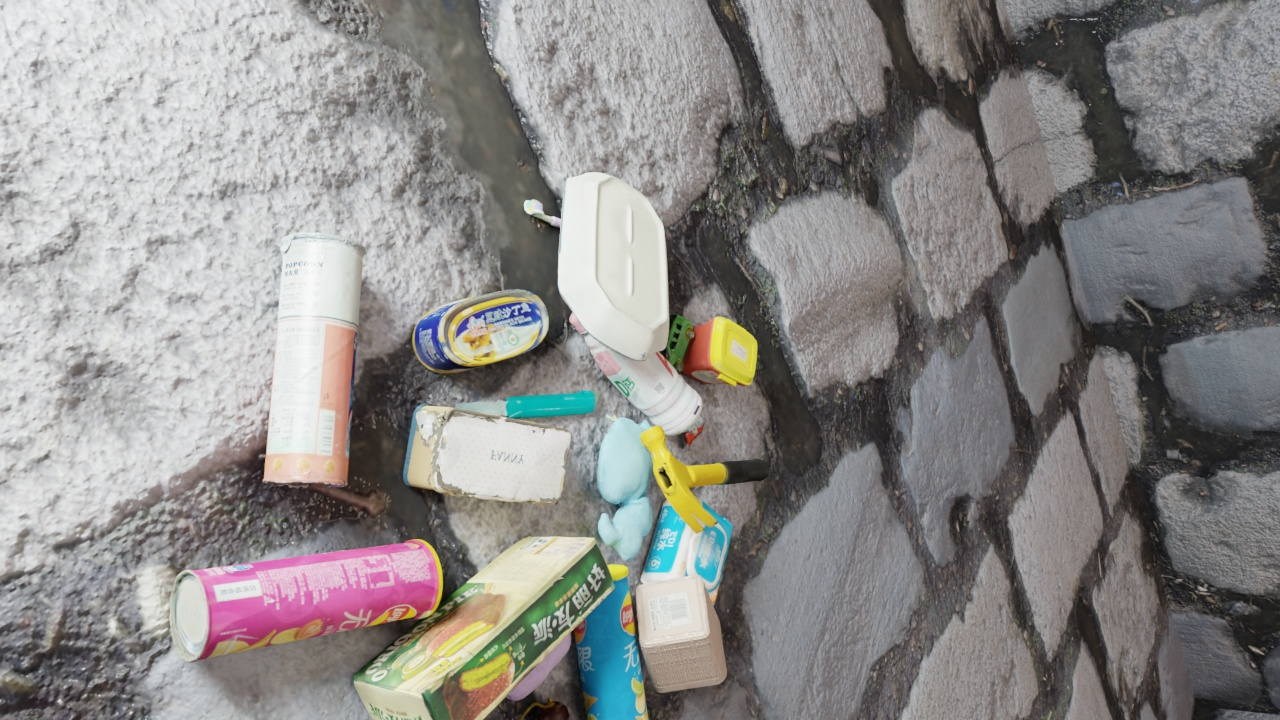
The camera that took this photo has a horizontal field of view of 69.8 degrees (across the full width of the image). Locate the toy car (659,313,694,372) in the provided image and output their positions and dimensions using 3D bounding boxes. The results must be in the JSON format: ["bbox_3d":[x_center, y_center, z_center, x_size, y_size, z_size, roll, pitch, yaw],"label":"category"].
[{"bbox_3d":[0.038,-0.018,1.178,0.036,0.043,0.091,41,53,-39],"label":"toy car"}]

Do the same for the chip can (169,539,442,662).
[{"bbox_3d":[-0.274,0.197,0.771,0.210,0.072,0.071,3,81,-47],"label":"chip can"}]

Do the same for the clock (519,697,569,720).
[{"bbox_3d":[-0.091,0.404,0.946,0.081,0.055,0.122,-49,117,-41],"label":"clock"}]

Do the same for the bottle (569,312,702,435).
[{"bbox_3d":[-0.007,0.006,1.103,0.197,0.068,0.068,47,51,-24],"label":"bottle"}]

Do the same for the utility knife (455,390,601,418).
[{"bbox_3d":[-0.118,0.049,1.013,0.215,0.013,0.029,-1,90,-50],"label":"utility knife"}]

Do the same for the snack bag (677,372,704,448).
[{"bbox_3d":[0.056,0.061,1.195,0.048,0.026,0.104,-46,116,-50],"label":"snack bag"}]

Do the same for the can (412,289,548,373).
[{"bbox_3d":[-0.163,-0.031,0.953,0.147,0.049,0.074,-20,97,-48],"label":"can"}]

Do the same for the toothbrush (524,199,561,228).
[{"bbox_3d":[-0.064,-0.156,1.110,0.189,0.029,0.020,16,113,-47],"label":"toothbrush"}]

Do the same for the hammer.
[{"bbox_3d":[0.098,0.145,1.167,0.300,0.033,0.128,8,55,-62],"label":"hammer"}]

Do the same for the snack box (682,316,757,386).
[{"bbox_3d":[0.099,-0.006,1.216,0.091,0.080,0.082,27,62,-42],"label":"snack box"}]

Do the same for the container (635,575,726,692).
[{"bbox_3d":[0.043,0.308,1.045,0.111,0.090,0.090,74,8,-46],"label":"container"}]

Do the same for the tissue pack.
[{"bbox_3d":[0.062,0.242,1.140,0.090,0.063,0.139,42,54,-35],"label":"tissue pack"}]

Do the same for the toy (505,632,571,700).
[{"bbox_3d":[-0.106,0.304,0.953,0.107,0.039,0.084,-42,143,-39],"label":"toy"}]

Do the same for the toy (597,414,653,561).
[{"bbox_3d":[-0.017,0.141,1.080,0.161,0.050,0.156,-48,126,-51],"label":"toy"}]

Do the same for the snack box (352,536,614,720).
[{"bbox_3d":[-0.141,0.255,0.873,0.239,0.115,0.063,-36,110,-45],"label":"snack box"}]

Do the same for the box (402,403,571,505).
[{"bbox_3d":[-0.147,0.098,0.933,0.184,0.061,0.089,19,78,-47],"label":"box"}]

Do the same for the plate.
[{"bbox_3d":[-0.021,-0.122,1.076,0.162,0.034,0.265,29,44,-31],"label":"plate"}]

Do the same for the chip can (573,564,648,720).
[{"bbox_3d":[-0.034,0.337,1.010,0.071,0.071,0.210,-7,88,-48],"label":"chip can"}]

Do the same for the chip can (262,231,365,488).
[{"bbox_3d":[-0.283,0.002,0.797,0.071,0.071,0.214,13,74,-46],"label":"chip can"}]
